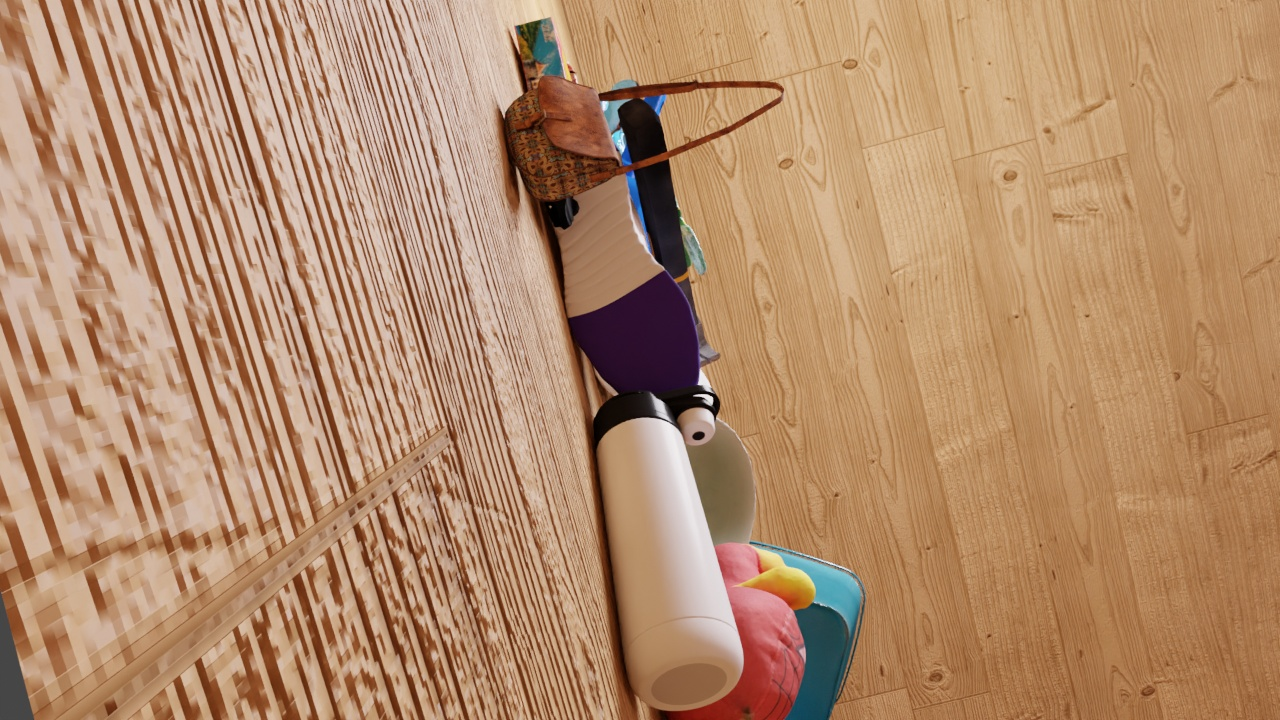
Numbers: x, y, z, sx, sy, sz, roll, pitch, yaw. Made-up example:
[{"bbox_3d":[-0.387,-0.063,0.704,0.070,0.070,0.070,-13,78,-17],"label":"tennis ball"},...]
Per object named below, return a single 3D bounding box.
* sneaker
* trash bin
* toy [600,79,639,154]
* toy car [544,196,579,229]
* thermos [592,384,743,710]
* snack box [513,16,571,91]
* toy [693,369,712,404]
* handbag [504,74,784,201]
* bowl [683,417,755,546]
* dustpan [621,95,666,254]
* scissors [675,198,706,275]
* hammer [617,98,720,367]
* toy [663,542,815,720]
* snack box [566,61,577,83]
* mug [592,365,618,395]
[{"bbox_3d":[-0.021,-0.065,0.765,0.111,0.092,0.244,81,-10,-78],"label":"sneaker"},{"bbox_3d":[0.167,0.341,1.120,0.218,0.199,0.196,26,78,-77],"label":"trash bin"},{"bbox_3d":[-0.045,-0.274,1.218,0.191,0.099,0.224,-110,-164,-50],"label":"toy"},{"bbox_3d":[-0.068,-0.143,0.699,0.042,0.036,0.091,73,13,-69],"label":"toy car"},{"bbox_3d":[0.026,0.108,0.606,0.229,0.101,0.069,-103,-169,-49],"label":"thermos"},{"bbox_3d":[-0.079,-0.235,0.905,0.142,0.040,0.145,70,7,-79],"label":"snack box"},{"bbox_3d":[0.023,0.022,1.148,0.179,0.101,0.139,58,-10,2],"label":"toy"},{"bbox_3d":[0.005,-0.168,0.628,0.043,0.195,0.093,81,-5,-52],"label":"handbag"},{"bbox_3d":[0.036,0.138,0.873,0.174,0.068,0.174,2,87,-48],"label":"bowl"},{"bbox_3d":[-0.008,-0.161,0.972,0.245,0.059,0.257,60,51,-80],"label":"dustpan"},{"bbox_3d":[0.033,-0.133,0.839,0.108,0.012,0.132,-123,-169,-52],"label":"scissors"},{"bbox_3d":[0.022,-0.105,0.834,0.313,0.035,0.139,74,-11,-53],"label":"hammer"},{"bbox_3d":[0.065,0.215,0.697,0.147,0.099,0.216,-64,178,7],"label":"toy"},{"bbox_3d":[-0.064,-0.205,1.079,0.076,0.044,0.273,-112,-175,-61],"label":"snack box"},{"bbox_3d":[-0.005,0.005,0.849,0.089,0.085,0.112,-97,-152,-87],"label":"mug"}]
